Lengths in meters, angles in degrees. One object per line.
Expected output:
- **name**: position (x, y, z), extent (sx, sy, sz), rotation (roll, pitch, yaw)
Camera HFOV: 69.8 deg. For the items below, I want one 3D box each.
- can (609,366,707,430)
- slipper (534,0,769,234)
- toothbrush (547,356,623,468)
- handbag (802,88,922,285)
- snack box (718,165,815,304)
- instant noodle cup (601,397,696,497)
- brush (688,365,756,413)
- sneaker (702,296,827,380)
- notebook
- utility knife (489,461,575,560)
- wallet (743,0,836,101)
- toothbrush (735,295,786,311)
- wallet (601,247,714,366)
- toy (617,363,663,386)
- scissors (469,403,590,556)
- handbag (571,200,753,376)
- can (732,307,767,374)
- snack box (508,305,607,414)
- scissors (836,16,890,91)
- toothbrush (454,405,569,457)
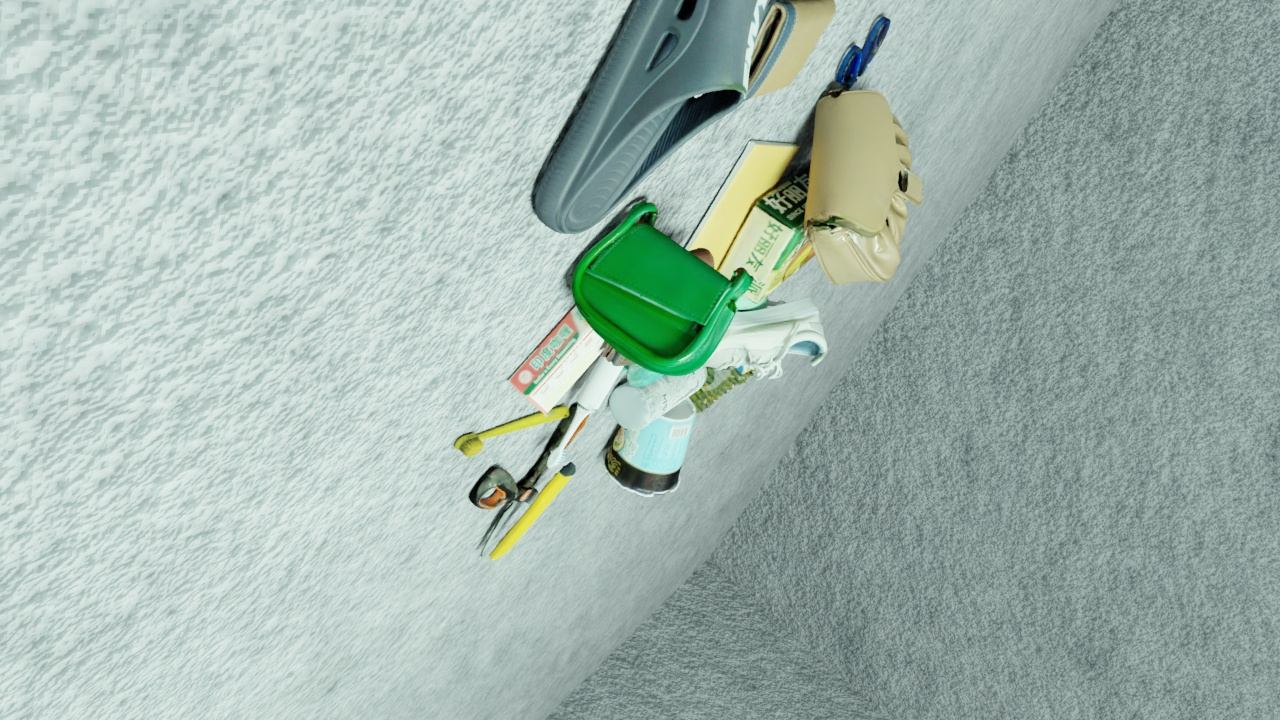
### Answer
- **can**: position (0.024, 0.035, 1.142), extent (0.146, 0.058, 0.058), rotation (-30, 155, -51)
- **slipper**: position (0.031, -0.183, 0.616), extent (0.269, 0.083, 0.110), rotation (-54, 166, 19)
- **toothbrush**: position (-0.042, 0.022, 0.957), extent (0.026, 0.027, 0.221), rotation (8, 117, -58)
- **handbag**: position (0.243, -0.190, 0.999), extent (0.147, 0.100, 0.204), rotation (25, 67, -49)
- **snack box**: position (0.192, -0.168, 1.112), extent (0.239, 0.063, 0.115), rotation (-37, 161, -46)
- **instant noodle cup**: position (0.017, 0.099, 1.211), extent (0.111, 0.111, 0.121), rotation (-30, 146, -52)
- **brush**: position (0.101, 0.025, 1.310), extent (0.146, 0.063, 0.073), rotation (-40, -165, 7)
- **sneaker**: position (0.130, -0.013, 1.136), extent (0.241, 0.090, 0.090), rotation (-11, 165, -29)
- **notebook**: position (0.093, -0.148, 1.002), extent (0.207, 0.010, 0.145), rotation (-58, 163, 25)
- **utility knife**: position (-0.125, 0.174, 1.067), extent (0.154, 0.015, 0.033), rotation (-50, 162, 10)
- **wallet**: position (0.114, -0.260, 0.763), extent (0.115, 0.033, 0.090), rotation (-33, 159, -50)
- **toothbrush**: position (0.136, -0.075, 1.151), extent (0.027, 0.026, 0.224), rotation (-46, 157, 24)
- **wallet**: position (0.020, -0.052, 0.880), extent (0.101, 0.032, 0.125), rotation (-18, 142, -60)
- **toy**: position (-0.006, 0.006, 0.980), extent (0.096, 0.030, 0.092), rotation (-35, -154, -7)
- **scissors**: position (-0.128, 0.138, 1.026), extent (0.234, 0.022, 0.220), rotation (-53, 164, 9)
- **handbag**: position (0.016, -0.057, 0.777), extent (0.120, 0.131, 0.068), rotation (-52, 169, -5)
- **can**: position (0.139, -0.040, 1.239), extent (0.101, 0.083, 0.057), rotation (-38, 160, -37)
- **snack box**: position (-0.053, -0.022, 0.853), extent (0.155, 0.027, 0.077), rotation (-48, 165, -6)
- **scissors**: position (0.232, -0.305, 1.022), extent (0.140, 0.012, 0.171), rotation (-38, 161, -43)
- **toothbrush**: position (-0.119, 0.067, 0.896), extent (0.016, 0.016, 0.189), rotation (-55, 164, 20)
